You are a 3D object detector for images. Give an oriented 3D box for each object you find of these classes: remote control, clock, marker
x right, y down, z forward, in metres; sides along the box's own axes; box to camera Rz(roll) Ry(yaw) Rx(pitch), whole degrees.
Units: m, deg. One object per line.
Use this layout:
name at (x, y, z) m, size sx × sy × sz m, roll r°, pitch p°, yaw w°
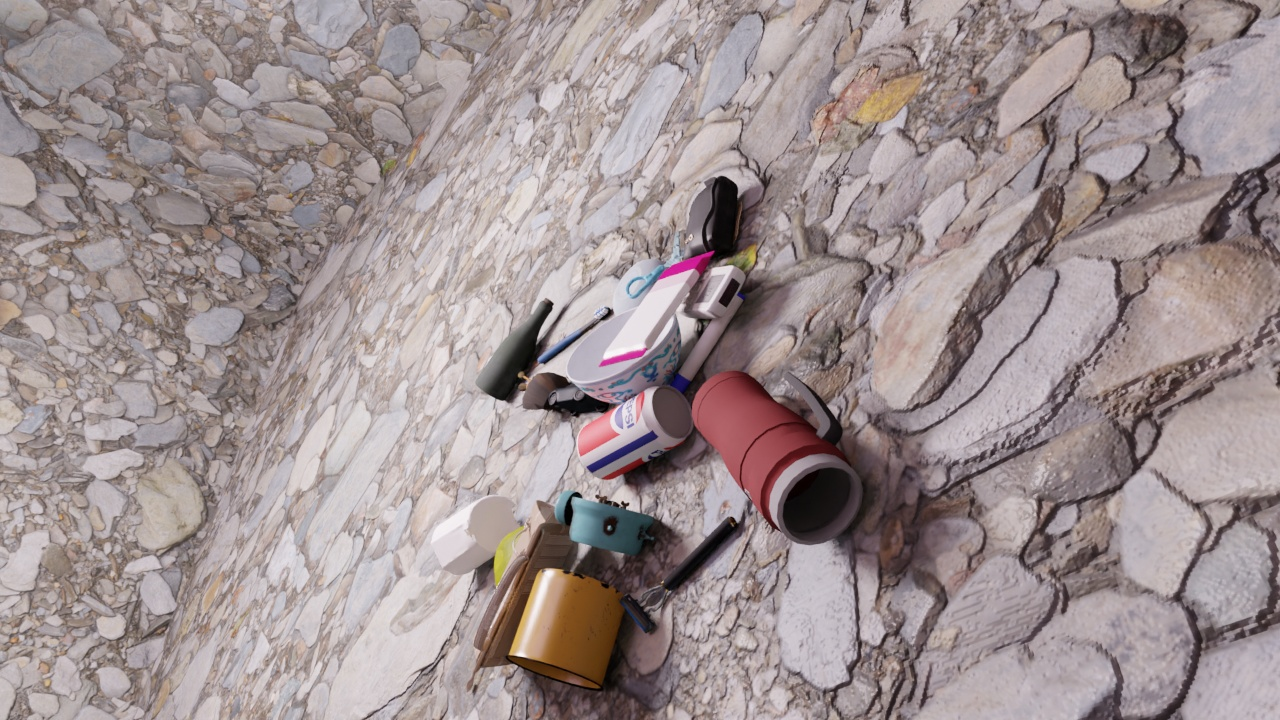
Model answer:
remote control at (0.079, -0.077, 1.056) m, size 0.060 × 0.025 × 0.138 m, roll -59°, pitch 13°, yaw -4°
clock at (-0.042, 0.171, 0.978) m, size 0.124 × 0.090 × 0.053 m, roll -1°, pitch 71°, yaw 57°
marker at (0.074, -0.017, 1.046) m, size 0.141 × 0.020 × 0.020 m, roll -57°, pitch 28°, yaw 3°

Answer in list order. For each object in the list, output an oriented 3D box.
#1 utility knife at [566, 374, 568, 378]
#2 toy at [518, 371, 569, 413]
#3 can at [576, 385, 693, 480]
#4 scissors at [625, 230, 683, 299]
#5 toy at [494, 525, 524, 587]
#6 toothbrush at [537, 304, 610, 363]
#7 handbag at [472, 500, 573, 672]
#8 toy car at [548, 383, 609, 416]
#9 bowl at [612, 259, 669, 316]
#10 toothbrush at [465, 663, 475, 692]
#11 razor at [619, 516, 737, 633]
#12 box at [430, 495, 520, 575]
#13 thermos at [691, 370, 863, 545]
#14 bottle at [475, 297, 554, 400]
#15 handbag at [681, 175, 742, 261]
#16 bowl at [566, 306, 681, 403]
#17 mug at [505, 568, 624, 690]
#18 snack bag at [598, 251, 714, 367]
utility knife at (-0.040, 0.003, 1.208) m, size 0.224 × 0.019 × 0.030 m, roll -15°, pitch 56°, yaw 58°
toy at (-0.141, 0.041, 1.290) m, size 0.076 × 0.063 × 0.100 m, roll -31°, pitch 35°, yaw -26°
can at (-0.008, 0.082, 1.026) m, size 0.132 × 0.070 × 0.070 m, roll -32°, pitch 38°, yaw 40°
scissors at (0.028, -0.116, 1.176) m, size 0.111 × 0.015 × 0.140 m, roll -6°, pitch 48°, yaw 14°
toy at (-0.132, 0.233, 1.098) m, size 0.110 × 0.051 × 0.090 m, roll -43°, pitch 34°, yaw 22°
toothbrush at (-0.100, -0.036, 1.346) m, size 0.168 × 0.014 × 0.014 m, roll -34°, pitch 48°, yaw 38°
handbag at (-0.134, 0.248, 0.965) m, size 0.198 × 0.062 × 0.175 m, roll 36°, pitch -101°, yaw -85°
toy car at (-0.081, 0.049, 1.200) m, size 0.112 × 0.046 × 0.034 m, roll -12°, pitch 55°, yaw 55°
bowl at (-0.001, -0.092, 1.215) m, size 0.107 × 0.039 × 0.106 m, roll -39°, pitch 34°, yaw 33°
toothbrush at (-0.180, 0.315, 1.130) m, size 0.024 × 0.022 × 0.185 m, roll 108°, pitch 179°, yaw -70°
razor at (0.042, 0.202, 0.887) m, size 0.144 × 0.022 × 0.043 m, roll -46°, pitch 72°, yaw 13°
box at (-0.212, 0.226, 1.201) m, size 0.144 × 0.089 × 0.080 m, roll -36°, pitch 73°, yaw 33°
thermos at (0.122, 0.070, 0.817) m, size 0.108 × 0.084 × 0.198 m, roll -55°, pitch 26°, yaw 8°
bottle at (-0.189, -0.022, 1.433) m, size 0.174 × 0.055 × 0.055 m, roll -56°, pitch 28°, yaw 2°
handbag at (0.083, -0.172, 1.147) m, size 0.079 × 0.054 × 0.128 m, roll -30°, pitch 41°, yaw 48°
bowl at (-0.006, 0.006, 1.072) m, size 0.144 × 0.074 × 0.143 m, roll -26°, pitch 26°, yaw 14°
mug at (-0.073, 0.272, 0.929) m, size 0.124 × 0.100 × 0.094 m, roll 113°, pitch 176°, yaw -64°
snack bag at (0.021, -0.060, 1.049) m, size 0.070 × 0.016 × 0.196 m, roll -15°, pitch 30°, yaw 43°
